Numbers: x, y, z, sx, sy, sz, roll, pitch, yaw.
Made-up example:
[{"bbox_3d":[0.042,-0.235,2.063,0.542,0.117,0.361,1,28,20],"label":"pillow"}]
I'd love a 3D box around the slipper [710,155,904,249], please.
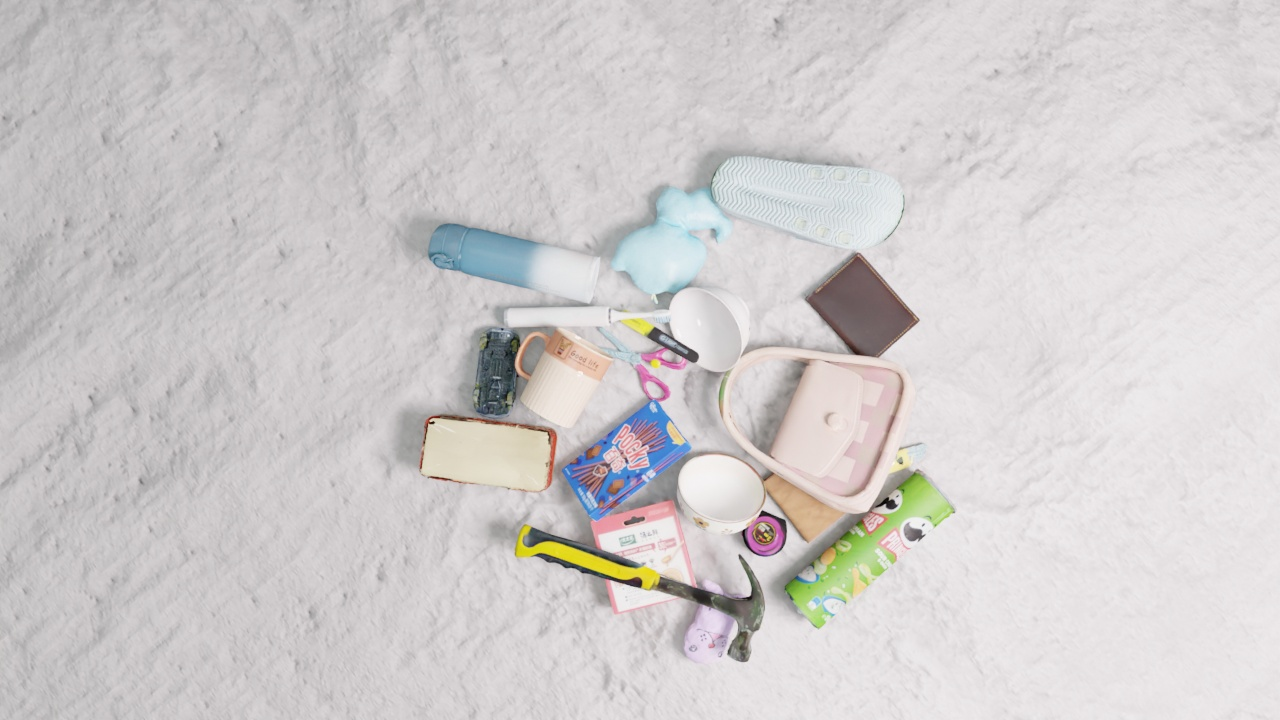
[{"bbox_3d":[0.212,-0.203,1.181,0.245,0.074,0.104,13,90,8],"label":"slipper"}]

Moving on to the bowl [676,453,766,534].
[{"bbox_3d":[0.100,0.180,1.173,0.113,0.113,0.062,10,131,2],"label":"bowl"}]

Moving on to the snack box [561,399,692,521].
[{"bbox_3d":[-0.019,0.128,1.186,0.157,0.026,0.084,-38,52,1],"label":"snack box"}]

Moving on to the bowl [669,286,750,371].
[{"bbox_3d":[0.101,-0.052,1.180,0.064,0.119,0.118,-35,87,-37],"label":"bowl"}]

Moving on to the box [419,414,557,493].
[{"bbox_3d":[-0.197,0.122,1.188,0.168,0.079,0.091,7,88,3],"label":"box"}]

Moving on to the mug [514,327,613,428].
[{"bbox_3d":[-0.109,0.015,1.185,0.114,0.081,0.106,30,94,10],"label":"mug"}]

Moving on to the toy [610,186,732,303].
[{"bbox_3d":[0.041,-0.152,1.199,0.161,0.050,0.156,1,81,-5],"label":"toy"}]

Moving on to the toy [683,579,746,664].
[{"bbox_3d":[0.096,0.344,1.192,0.084,0.039,0.108,23,88,-18],"label":"toy"}]

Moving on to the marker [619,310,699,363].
[{"bbox_3d":[0.024,-0.031,1.199,0.124,0.015,0.018,31,81,18],"label":"marker"}]

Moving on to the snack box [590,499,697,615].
[{"bbox_3d":[0.005,0.253,1.194,0.113,0.044,0.127,-14,89,3],"label":"snack box"}]

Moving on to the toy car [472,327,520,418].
[{"bbox_3d":[-0.189,0.017,1.213,0.054,0.037,0.120,3,79,3],"label":"toy car"}]

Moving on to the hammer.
[{"bbox_3d":[0.000,0.269,1.156,0.323,0.032,0.126,18,91,3],"label":"hammer"}]

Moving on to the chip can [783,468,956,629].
[{"bbox_3d":[0.290,0.242,1.169,0.236,0.072,0.072,-42,87,1],"label":"chip can"}]

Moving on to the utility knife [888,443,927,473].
[{"bbox_3d":[0.293,0.140,1.192,0.173,0.019,0.031,-16,91,-10],"label":"utility knife"}]

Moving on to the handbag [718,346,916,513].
[{"bbox_3d":[0.213,0.069,1.163,0.234,0.093,0.193,22,77,13],"label":"handbag"}]

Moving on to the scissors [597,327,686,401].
[{"bbox_3d":[-0.009,0.007,1.216,0.137,0.017,0.096,12,99,8],"label":"scissors"}]

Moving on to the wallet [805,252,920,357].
[{"bbox_3d":[0.292,-0.067,1.202,0.096,0.020,0.122,-41,86,-4],"label":"wallet"}]

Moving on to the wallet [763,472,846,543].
[{"bbox_3d":[0.232,0.164,1.200,0.115,0.020,0.101,-39,89,-2],"label":"wallet"}]

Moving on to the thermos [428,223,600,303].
[{"bbox_3d":[-0.165,-0.128,1.199,0.220,0.070,0.070,13,89,2],"label":"thermos"}]

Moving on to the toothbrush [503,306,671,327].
[{"bbox_3d":[-0.070,-0.058,1.200,0.221,0.026,0.026,-1,130,9],"label":"toothbrush"}]

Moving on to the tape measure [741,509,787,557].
[{"bbox_3d":[0.161,0.225,1.191,0.057,0.039,0.058,21,85,3],"label":"tape measure"}]
